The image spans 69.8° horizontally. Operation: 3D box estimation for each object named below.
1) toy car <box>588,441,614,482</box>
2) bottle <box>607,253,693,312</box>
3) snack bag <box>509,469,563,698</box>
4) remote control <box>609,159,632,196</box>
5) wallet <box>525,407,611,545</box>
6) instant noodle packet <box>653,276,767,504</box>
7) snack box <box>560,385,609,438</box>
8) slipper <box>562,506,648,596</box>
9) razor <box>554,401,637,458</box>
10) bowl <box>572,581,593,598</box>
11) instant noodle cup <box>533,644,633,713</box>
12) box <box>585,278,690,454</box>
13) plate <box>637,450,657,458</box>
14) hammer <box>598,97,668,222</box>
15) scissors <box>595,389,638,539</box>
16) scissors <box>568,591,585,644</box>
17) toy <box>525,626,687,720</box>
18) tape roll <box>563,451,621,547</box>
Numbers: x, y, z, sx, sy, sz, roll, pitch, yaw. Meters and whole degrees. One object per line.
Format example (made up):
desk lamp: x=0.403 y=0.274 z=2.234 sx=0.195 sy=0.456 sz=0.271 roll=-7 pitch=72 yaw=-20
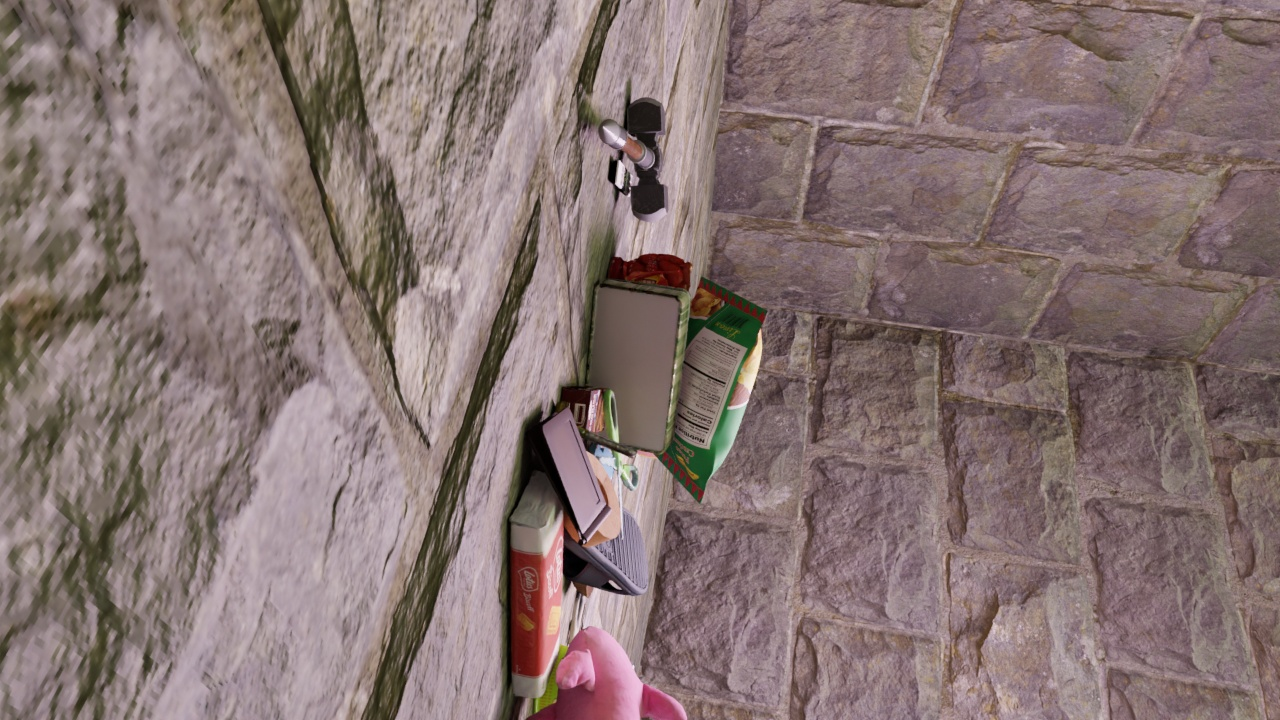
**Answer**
toy car: x=-0.059 y=0.140 z=1.222 sx=0.108 sy=0.027 sz=0.060 roll=66 pitch=32 yaw=-61
bottle: x=0.013 y=-0.094 z=1.192 sx=0.099 sy=0.111 sz=0.099 roll=10 pitch=88 yaw=-85
snack bag: x=-0.100 y=0.222 z=0.890 sx=0.077 sy=0.041 sz=0.226 roll=-68 pitch=166 yaw=-60
remote control: x=-0.024 y=-0.225 z=1.140 sx=0.124 sy=0.012 sz=0.028 roll=-23 pitch=121 yaw=-83
wallet: x=-0.064 y=0.107 z=0.868 sx=0.115 sy=0.018 sz=0.091 roll=65 pitch=16 yaw=-4
instant noodle packet: x=0.079 y=0.031 z=1.193 sx=0.195 sy=0.090 sz=0.253 roll=41 pitch=-64 yaw=63
snack box: x=-0.064 y=0.056 z=1.044 sx=0.141 sy=0.032 sz=0.051 roll=7 pitch=91 yaw=-84
slipper: x=-0.064 y=0.207 z=1.032 sx=0.263 sy=0.083 sz=0.101 roll=51 pitch=25 yaw=-55
razor: x=-0.047 y=0.081 z=0.962 sx=0.026 sy=0.106 sz=0.042 roll=-26 pitch=-134 yaw=49
bowl: x=-0.073 y=0.255 z=1.222 sx=0.118 sy=0.030 sz=0.118 roll=10 pitch=88 yaw=-84
instant noodle cup: x=-0.066 y=0.397 z=1.115 sx=0.099 sy=0.108 sz=0.099 roll=10 pitch=88 yaw=-85
box: x=-0.007 y=0.007 z=1.122 sx=0.050 sy=0.118 sz=0.206 roll=-38 pitch=135 yaw=-68
plate: x=0.039 y=0.028 z=1.319 sx=0.021 sy=0.229 sz=0.230 roll=19 pitch=-75 yaw=55
hammer: x=-0.011 y=-0.239 z=1.032 sx=0.322 sy=0.043 sz=0.156 roll=-36 pitch=124 yaw=-79
scissors: x=-0.026 y=0.118 z=1.048 sx=0.172 sy=0.021 sz=0.171 roll=47 pitch=39 yaw=-76
scissors: x=-0.095 y=0.405 z=1.287 sx=0.133 sy=0.012 sz=0.169 roll=72 pitch=24 yaw=-72
toy: x=-0.049 y=0.363 z=0.953 sx=0.265 sy=0.186 sz=0.128 roll=-104 pitch=-178 yaw=-65
tape roll: x=-0.054 y=0.141 z=0.932 sx=0.094 sy=0.027 sz=0.093 roll=55 pitch=20 yaw=-33
